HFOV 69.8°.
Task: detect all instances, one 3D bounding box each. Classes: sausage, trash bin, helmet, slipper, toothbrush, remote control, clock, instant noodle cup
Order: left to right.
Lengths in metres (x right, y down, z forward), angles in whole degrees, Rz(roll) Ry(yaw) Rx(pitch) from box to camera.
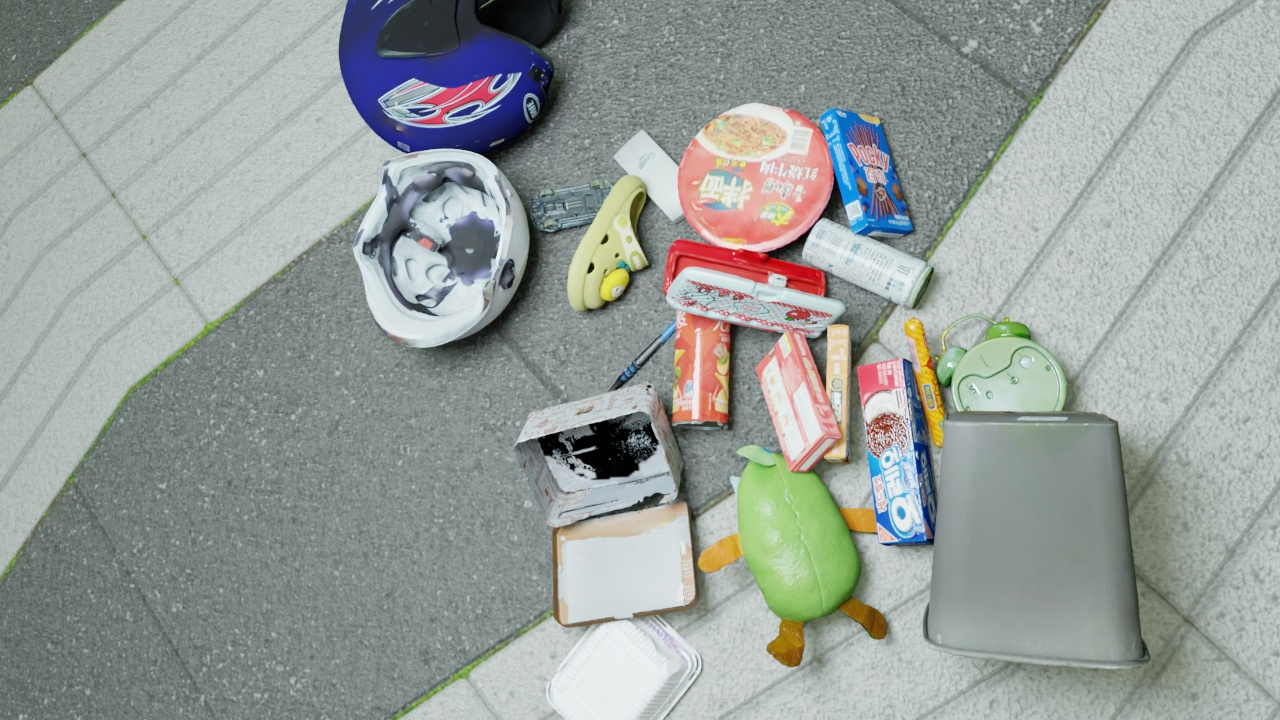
[{"bbox_3d":[-0.246,-0.142,1.218,0.229,0.145,0.258,8,91,20],"label":"helmet"},{"bbox_3d":[-0.234,-0.397,1.220,0.315,0.247,0.240,-19,83,1],"label":"helmet"},{"bbox_3d":[-0.029,0.378,1.088,0.138,0.060,0.173,39,91,21],"label":"instant noodle cup"},{"bbox_3d":[-0.028,-0.145,1.179,0.081,0.091,0.190,24,86,16],"label":"slipper"},{"bbox_3d":[-0.007,0.007,1.179,0.189,0.016,0.014,-46,77,4],"label":"toothbrush"},{"bbox_3d":[0.025,-0.244,1.217,0.056,0.019,0.135,-43,70,6],"label":"remote control"},{"bbox_3d":[0.147,-0.219,1.147,0.194,0.066,0.193,-3,79,17],"label":"instant noodle cup"},{"bbox_3d":[0.325,0.027,1.037,0.021,0.021,0.165,-14,99,15],"label":"sausage"},{"bbox_3d":[0.398,0.020,1.023,0.116,0.056,0.161,-29,72,10],"label":"clock"},{"bbox_3d":[0.382,0.163,0.902,0.199,0.198,0.219,0,91,19],"label":"trash bin"}]

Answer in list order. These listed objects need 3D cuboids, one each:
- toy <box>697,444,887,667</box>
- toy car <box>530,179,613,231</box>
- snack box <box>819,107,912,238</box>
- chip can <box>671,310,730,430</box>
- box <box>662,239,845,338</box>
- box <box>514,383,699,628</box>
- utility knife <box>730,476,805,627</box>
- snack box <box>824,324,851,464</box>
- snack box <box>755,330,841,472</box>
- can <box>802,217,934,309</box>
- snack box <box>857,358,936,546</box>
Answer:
[{"bbox_3d":[0.178,0.211,1.036,0.226,0.090,0.246,-11,66,-11],"label":"toy"},{"bbox_3d":[-0.089,-0.207,1.239,0.121,0.037,0.054,-11,75,5],"label":"toy car"},{"bbox_3d":[0.270,-0.225,1.101,0.026,0.084,0.157,-30,67,50],"label":"snack box"},{"bbox_3d":[0.076,-0.024,1.129,0.073,0.073,0.216,0,80,18],"label":"chip can"},{"bbox_3d":[0.134,-0.088,1.063,0.201,0.102,0.095,11,79,-13],"label":"box"},{"bbox_3d":[-0.036,0.173,1.100,0.179,0.130,0.272,-14,85,15],"label":"box"},{"bbox_3d":[0.152,0.225,1.086,0.031,0.020,0.195,-24,68,5],"label":"utility knife"},{"bbox_3d":[0.230,0.041,1.062,0.026,0.075,0.153,0,79,16],"label":"snack box"},{"bbox_3d":[0.179,0.046,1.056,0.075,0.025,0.152,122,146,-42],"label":"snack box"},{"bbox_3d":[0.269,-0.116,1.090,0.147,0.058,0.058,29,89,20],"label":"can"},{"bbox_3d":[0.292,0.104,1.034,0.058,0.057,0.207,-12,75,32],"label":"snack box"}]
